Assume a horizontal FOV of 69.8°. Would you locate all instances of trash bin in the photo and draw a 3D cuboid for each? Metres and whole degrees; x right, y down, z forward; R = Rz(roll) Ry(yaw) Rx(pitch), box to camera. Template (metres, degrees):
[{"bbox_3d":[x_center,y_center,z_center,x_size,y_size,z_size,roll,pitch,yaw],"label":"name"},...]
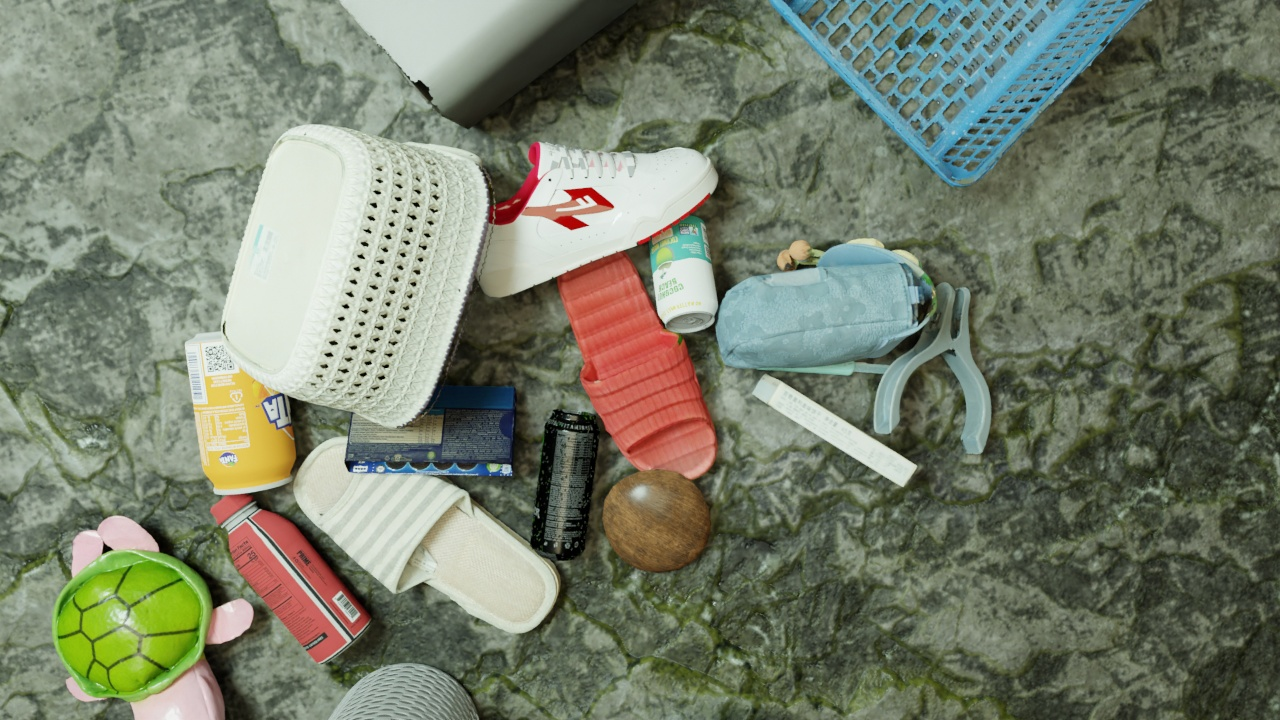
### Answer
[{"bbox_3d":[-0.221,0.370,0.810,0.156,0.183,0.156,0,95,-4],"label":"trash bin"},{"bbox_3d":[-0.123,-0.328,0.765,0.220,0.197,0.197,-40,95,7],"label":"trash bin"}]

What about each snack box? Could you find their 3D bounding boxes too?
[{"bbox_3d":[0.180,0.064,0.861,0.150,0.082,0.026,31,92,-6],"label":"snack box"},{"bbox_3d":[-0.191,0.063,0.846,0.150,0.027,0.082,2,58,-4],"label":"snack box"}]

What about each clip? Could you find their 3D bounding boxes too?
[{"bbox_3d":[0.307,0.026,0.885,0.164,0.031,0.172,37,75,-22],"label":"clip"}]

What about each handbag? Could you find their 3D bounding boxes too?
[{"bbox_3d":[0.163,-0.054,0.839,0.192,0.122,0.118,-5,78,-1],"label":"handbag"}]

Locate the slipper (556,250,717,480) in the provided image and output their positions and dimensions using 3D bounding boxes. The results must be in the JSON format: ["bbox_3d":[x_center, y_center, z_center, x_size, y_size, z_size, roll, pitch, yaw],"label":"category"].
[{"bbox_3d":[-0.005,0.005,0.857,0.103,0.059,0.249,-26,95,-2],"label":"slipper"}]

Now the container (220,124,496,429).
[{"bbox_3d":[-0.235,-0.074,0.758,0.185,0.143,0.251,23,97,39],"label":"container"}]

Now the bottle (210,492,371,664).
[{"bbox_3d":[-0.328,0.195,0.851,0.062,0.062,0.176,-37,96,0],"label":"bottle"}]

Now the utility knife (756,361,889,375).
[{"bbox_3d":[0.177,0.005,0.891,0.147,0.015,0.022,5,62,-5],"label":"utility knife"}]

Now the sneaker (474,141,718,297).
[{"bbox_3d":[-0.052,-0.151,0.814,0.236,0.090,0.104,-22,118,3],"label":"sneaker"}]

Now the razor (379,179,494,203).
[{"bbox_3d":[-0.192,-0.153,0.852,0.106,0.026,0.042,12,96,0],"label":"razor"}]

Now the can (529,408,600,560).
[{"bbox_3d":[-0.071,0.117,0.864,0.054,0.054,0.137,7,94,-4],"label":"can"}]

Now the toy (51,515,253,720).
[{"bbox_3d":[-0.452,0.259,0.837,0.190,0.088,0.238,-23,90,-2],"label":"toy"}]

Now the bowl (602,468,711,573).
[{"bbox_3d":[0.016,0.159,0.871,0.102,0.026,0.114,-16,111,5],"label":"bowl"}]

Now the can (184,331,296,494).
[{"bbox_3d":[-0.359,0.043,0.828,0.079,0.079,0.142,-6,95,-3],"label":"can"}]

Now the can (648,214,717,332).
[{"bbox_3d":[0.038,-0.080,0.837,0.055,0.055,0.101,-6,69,-3],"label":"can"}]

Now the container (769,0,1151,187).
[{"bbox_3d":[0.312,-0.364,0.830,0.257,0.089,0.362,43,91,-6],"label":"container"}]

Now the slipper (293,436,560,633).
[{"bbox_3d":[-0.199,0.167,0.864,0.272,0.054,0.114,32,87,-6],"label":"slipper"}]
